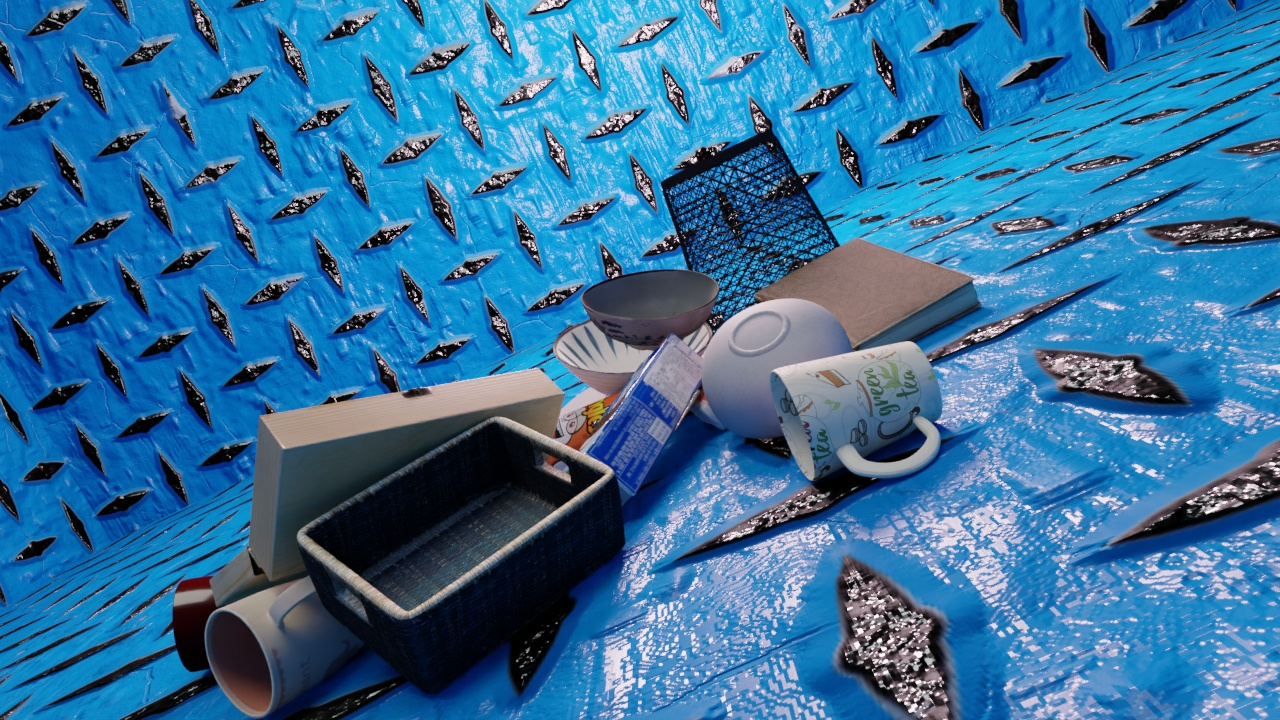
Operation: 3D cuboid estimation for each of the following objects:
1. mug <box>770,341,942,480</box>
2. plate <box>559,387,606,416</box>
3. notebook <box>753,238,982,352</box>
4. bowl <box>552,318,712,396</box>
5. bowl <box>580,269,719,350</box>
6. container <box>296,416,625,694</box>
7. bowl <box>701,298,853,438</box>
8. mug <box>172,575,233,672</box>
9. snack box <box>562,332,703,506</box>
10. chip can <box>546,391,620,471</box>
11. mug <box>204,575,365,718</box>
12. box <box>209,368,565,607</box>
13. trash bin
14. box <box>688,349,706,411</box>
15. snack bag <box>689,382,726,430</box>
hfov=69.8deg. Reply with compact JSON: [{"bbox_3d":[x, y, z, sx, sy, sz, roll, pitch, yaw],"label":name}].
[{"bbox_3d":[0.154,0.038,0.616,0.097,0.081,0.122,-19,29,-3],"label":"mug"},{"bbox_3d":[-0.062,0.064,1.087,0.173,0.019,0.172,-32,19,12],"label":"plate"},{"bbox_3d":[0.208,-0.055,0.940,0.190,0.034,0.215,-28,25,-9],"label":"notebook"},{"bbox_3d":[-0.006,0.006,1.028,0.177,0.071,0.177,-5,24,2],"label":"bowl"},{"bbox_3d":[0.012,-0.048,0.986,0.151,0.057,0.150,-5,25,2],"label":"bowl"},{"bbox_3d":[-0.124,0.129,0.657,0.145,0.071,0.186,19,38,40],"label":"container"},{"bbox_3d":[0.112,-0.003,0.786,0.132,0.064,0.131,-20,38,16],"label":"bowl"},{"bbox_3d":[-0.391,0.249,0.896,0.088,0.087,0.114,-9,-12,-11],"label":"mug"},{"bbox_3d":[-0.002,0.055,0.828,0.059,0.059,0.225,-48,3,36],"label":"snack box"},{"bbox_3d":[-0.092,0.096,0.976,0.211,0.062,0.062,-23,9,18],"label":"chip can"},{"bbox_3d":[-0.256,0.199,0.698,0.104,0.085,0.112,-18,-34,-56],"label":"mug"},{"bbox_3d":[-0.212,0.121,0.784,0.246,0.096,0.262,-9,-29,-41],"label":"box"},{"bbox_3d":[0.150,-0.162,1.232,0.217,0.243,0.217,-25,8,4],"label":"trash bin"},{"bbox_3d":[0.094,0.015,1.040,0.217,0.043,0.148,-17,29,44],"label":"box"},{"bbox_3d":[0.095,0.011,0.895,0.116,0.036,0.077,-52,10,-2],"label":"snack bag"}]
